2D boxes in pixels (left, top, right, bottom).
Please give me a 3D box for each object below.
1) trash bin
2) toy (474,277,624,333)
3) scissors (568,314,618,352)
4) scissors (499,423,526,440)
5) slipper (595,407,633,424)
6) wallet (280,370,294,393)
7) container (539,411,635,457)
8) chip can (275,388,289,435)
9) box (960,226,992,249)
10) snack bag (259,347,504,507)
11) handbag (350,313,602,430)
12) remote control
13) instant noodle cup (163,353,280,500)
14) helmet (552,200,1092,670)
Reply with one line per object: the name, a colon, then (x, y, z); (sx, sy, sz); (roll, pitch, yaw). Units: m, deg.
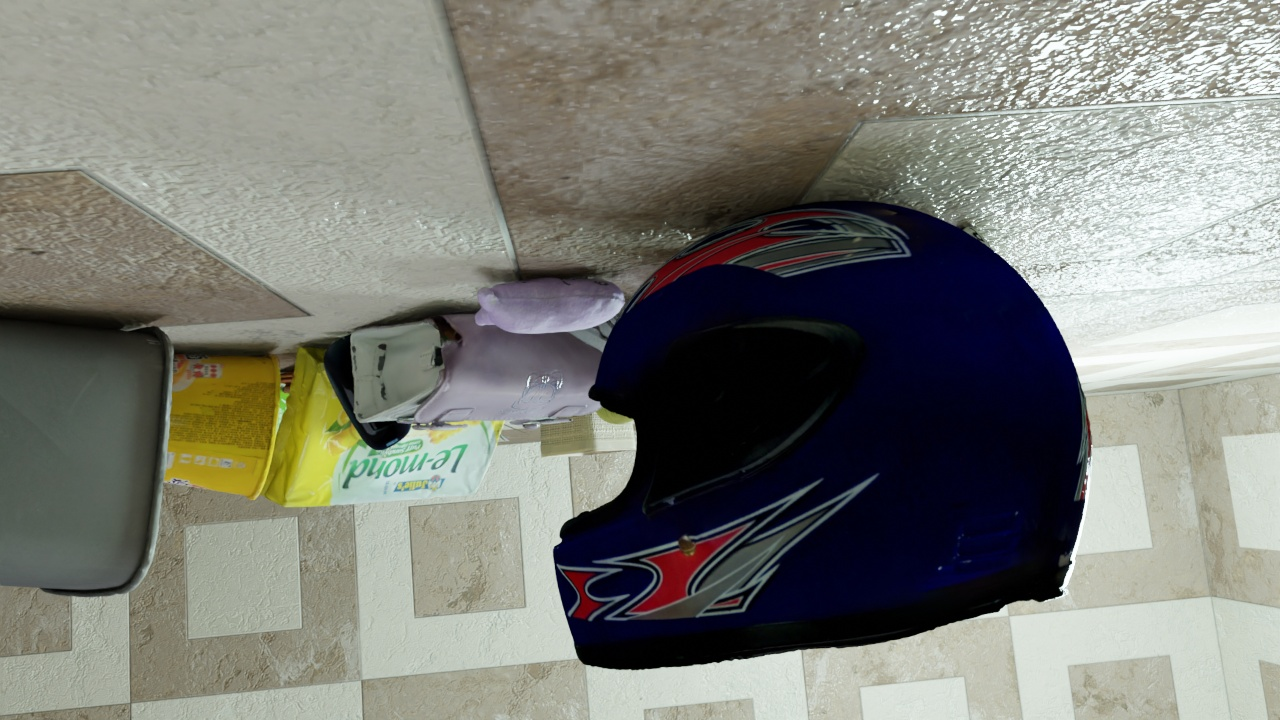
trash bin: (-0.473, 0.061, 0.618); (0.199, 0.199, 0.219); (-10, 165, 36)
toy: (-0.064, -0.038, 0.653); (0.108, 0.039, 0.084); (-6, 173, -15)
scissors: (0.008, 0.005, 0.768); (0.221, 0.015, 0.190); (13, 149, -7)
scissors: (-0.215, 0.049, 1.052); (0.159, 0.014, 0.181); (12, 154, 26)
slipper: (0.019, 0.008, 0.884); (0.081, 0.091, 0.191); (-2, 169, -37)
wallet: (-0.313, 0.022, 0.973); (0.132, 0.031, 0.107); (-8, 171, 41)
container: (-0.067, 0.057, 1.103); (0.090, 0.111, 0.089); (-11, 171, 40)
chip can: (-0.442, 0.064, 1.062); (0.073, 0.072, 0.221); (-8, 173, 20)
box: (0.218, -0.051, 0.658); (0.081, 0.075, 0.163); (-19, 170, 20)
snack bag: (-0.245, 0.061, 0.916); (0.246, 0.158, 0.068); (3, -154, -43)
handbag: (-0.128, 0.010, 0.798); (0.196, 0.098, 0.145); (2, 165, -45)
remote control: (-0.242, 0.034, 0.828); (0.053, 0.137, 0.024); (-33, -133, -20)
instant noodle cup: (-0.394, 0.054, 0.820); (0.109, 0.138, 0.138); (9, 167, -31)
helmet: (0.084, 0.039, 0.537); (0.316, 0.240, 0.247); (-19, 163, 28)
